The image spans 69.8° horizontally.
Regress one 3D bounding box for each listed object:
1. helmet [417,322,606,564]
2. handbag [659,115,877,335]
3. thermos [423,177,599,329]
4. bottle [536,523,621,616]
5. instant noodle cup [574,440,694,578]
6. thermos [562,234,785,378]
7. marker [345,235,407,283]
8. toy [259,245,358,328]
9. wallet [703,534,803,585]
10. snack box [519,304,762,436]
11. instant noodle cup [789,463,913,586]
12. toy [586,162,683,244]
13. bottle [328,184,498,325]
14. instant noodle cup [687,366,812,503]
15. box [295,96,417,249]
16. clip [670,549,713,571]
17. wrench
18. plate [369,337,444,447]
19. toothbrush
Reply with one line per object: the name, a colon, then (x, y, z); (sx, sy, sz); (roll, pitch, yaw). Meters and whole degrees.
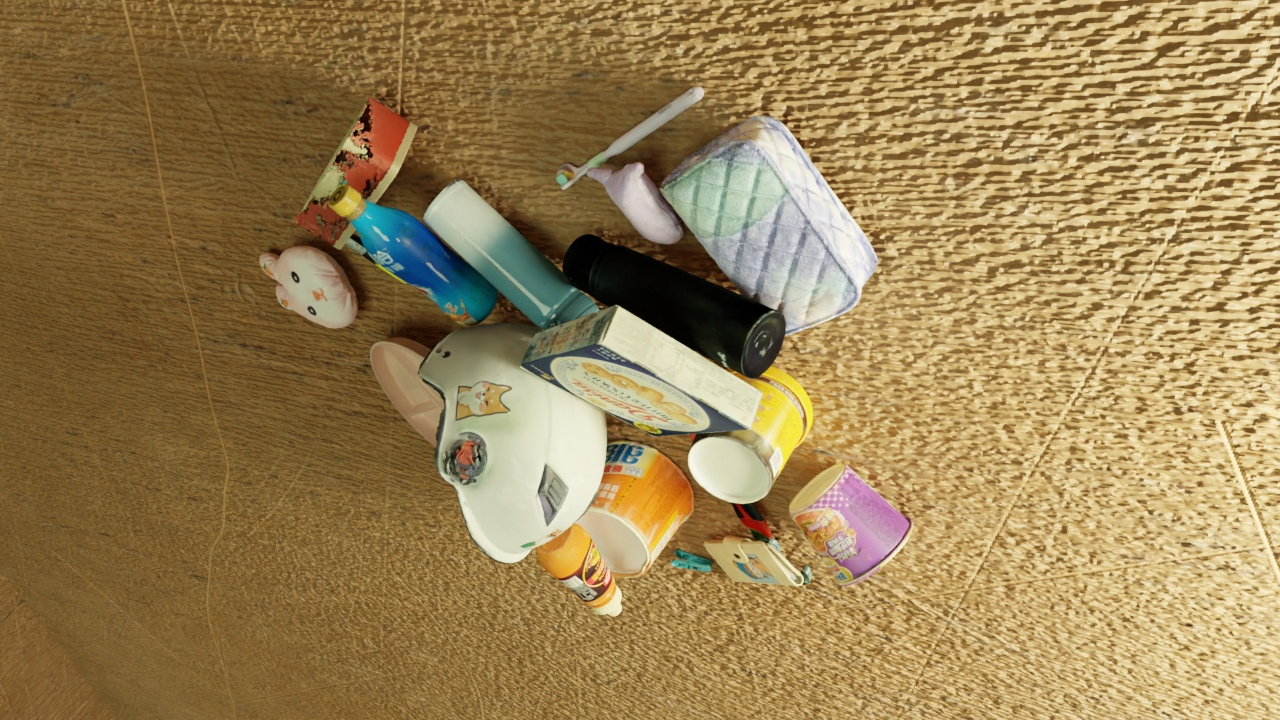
helmet: (-0.119, 0.076, 1.039); (0.157, 0.230, 0.273); (-21, 73, 18)
handbag: (0.120, -0.121, 0.849); (0.134, 0.075, 0.194); (-23, 110, 46)
thermos: (-0.136, -0.101, 0.998); (0.220, 0.070, 0.070); (43, 134, 2)
bottle: (-0.066, 0.262, 1.117); (0.067, 0.066, 0.149); (-10, 127, 35)
instant noodle cup: (-0.021, 0.192, 1.154); (0.151, 0.111, 0.152); (16, 132, 18)
thermos: (0.032, -0.058, 0.917); (0.243, 0.068, 0.090); (29, 179, 36)
marker: (-0.335, -0.133, 1.139); (0.124, 0.015, 0.018); (33, 134, 7)
toy: (-0.437, -0.097, 1.202); (0.160, 0.054, 0.121); (7, 128, 35)
wallet: (0.139, 0.251, 1.156); (0.087, 0.024, 0.115); (46, 150, -21)
snack box: (-0.003, 0.018, 0.915); (0.178, 0.045, 0.183); (29, 159, -24)
instant noodle cup: (0.224, 0.176, 1.011); (0.099, 0.111, 0.112); (47, 134, -1)
toy: (0.000, -0.153, 0.903); (0.084, 0.038, 0.108); (13, 155, 49)
bottle: (-0.248, -0.117, 1.010); (0.065, 0.065, 0.218); (-8, 146, 34)
instant noodle cup: (0.114, 0.081, 0.987); (0.118, 0.114, 0.119); (15, 131, 18)
box: (-0.322, -0.206, 1.007); (0.075, 0.091, 0.169); (29, 138, -24)
clip: (0.070, 0.270, 1.230); (0.057, 0.047, 0.014); (11, 129, 18)
wrench: (0.131, 0.181, 1.110); (0.056, 0.016, 0.273); (-9, 126, 42)
plate: (-0.262, 0.057, 1.204); (0.229, 0.028, 0.230); (30, 148, 21)
toothbrush: (-0.013, -0.216, 0.886); (0.190, 0.029, 0.021); (-23, 152, 38)
